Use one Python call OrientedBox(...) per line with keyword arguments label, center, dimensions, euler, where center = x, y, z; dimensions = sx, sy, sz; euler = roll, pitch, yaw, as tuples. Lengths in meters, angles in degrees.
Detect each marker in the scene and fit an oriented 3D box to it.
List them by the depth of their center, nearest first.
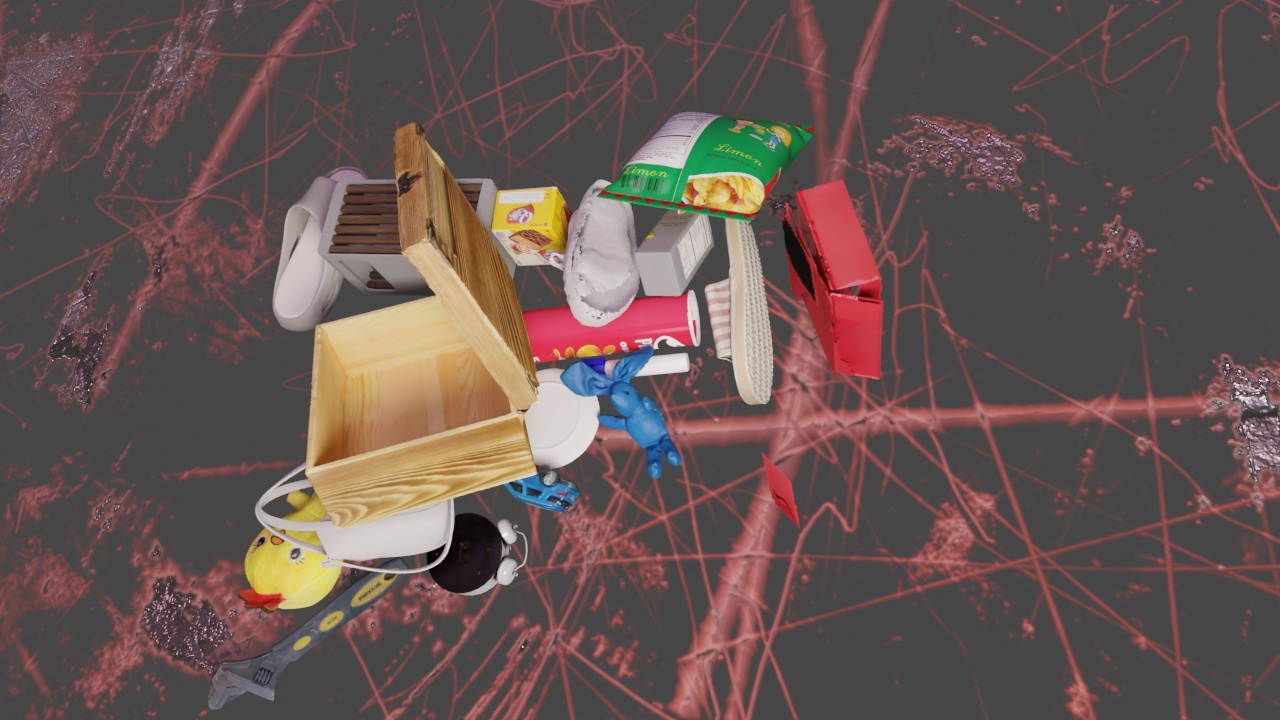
OrientedBox(label="marker", center=(-0.007, 0.007, 1.146), dimensions=(0.133, 0.027, 0.023), euler=(-6, 32, 12))

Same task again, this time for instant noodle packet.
OrientedBox(label="instant noodle packet", center=(0.089, -0.248, 1.139), dimensions=(0.196, 0.090, 0.251), euler=(13, 42, 23))

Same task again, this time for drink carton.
OrientedBox(label="drink carton", center=(0.044, -0.139, 1.141), dimensions=(0.049, 0.076, 0.124), euler=(3, 38, 27))

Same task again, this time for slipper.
OrientedBox(label="slipper", center=(0.116, -0.068, 1.105), dimensions=(0.052, 0.115, 0.262), euler=(-13, 58, 22))
OrientedBox(label="slipper", center=(-0.057, -0.132, 1.152), dimensions=(0.112, 0.075, 0.246), euler=(14, 42, -13))
OrientedBox(label="slipper", center=(-0.462, -0.174, 1.303), dimensions=(0.113, 0.080, 0.265), euler=(10, 71, 21))

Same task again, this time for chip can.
OrientedBox(label="chip can", center=(-0.040, -0.041, 1.151), dimensions=(0.221, 0.069, 0.069), euler=(-6, 67, 12))

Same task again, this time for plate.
OrientedBox(label="plate", center=(-0.118, 0.071, 1.155), dimensions=(0.135, 0.011, 0.134), euler=(-5, 67, 12))

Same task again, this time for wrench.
OrientedBox(label="wrench", center=(-0.396, 0.326, 1.099), dimensions=(0.273, 0.022, 0.073), euler=(-37, 107, -8))

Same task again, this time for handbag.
OrientedBox(label="handbag", center=(-0.331, 0.161, 1.065), dimensions=(0.222, 0.096, 0.215), euler=(-6, 36, -14))

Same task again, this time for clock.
OrientedBox(label="clock", center=(-0.193, 0.231, 1.095), dimensions=(0.123, 0.035, 0.094), euler=(-8, 66, 10))

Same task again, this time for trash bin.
OrientedBox(label="trash bin", center=(-0.293, -0.164, 1.238), dimensions=(0.229, 0.114, 0.114), euler=(2, 69, 15))

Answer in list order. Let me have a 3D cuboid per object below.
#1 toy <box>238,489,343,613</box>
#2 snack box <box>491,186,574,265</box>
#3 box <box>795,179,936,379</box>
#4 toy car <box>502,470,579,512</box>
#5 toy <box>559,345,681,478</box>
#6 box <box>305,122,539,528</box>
OrientedBox(label="toy", center=(-0.402, 0.220, 1.124), dimensions=(0.134, 0.092, 0.207), euler=(11, 61, 31))
OrientedBox(label="snack box", center=(-0.136, -0.174, 1.209), dimensions=(0.084, 0.106, 0.061), euler=(-1, 69, 14))
OrientedBox(label="box", center=(0.258, -0.091, 1.020), dimensions=(0.153, 0.214, 0.164), euler=(-20, 64, 6))
OrientedBox(label="toy car", center=(-0.134, 0.149, 1.104), dimensions=(0.120, 0.056, 0.043), euler=(17, 74, 18))
OrientedBox(label="toy", center=(-0.004, 0.057, 1.097), dimensions=(0.113, 0.071, 0.176), euler=(-38, 75, 11))
OrientedBox(label="box", center=(-0.245, -0.053, 1.009), dimensions=(0.286, 0.335, 0.278), euler=(-14, 37, -6))
